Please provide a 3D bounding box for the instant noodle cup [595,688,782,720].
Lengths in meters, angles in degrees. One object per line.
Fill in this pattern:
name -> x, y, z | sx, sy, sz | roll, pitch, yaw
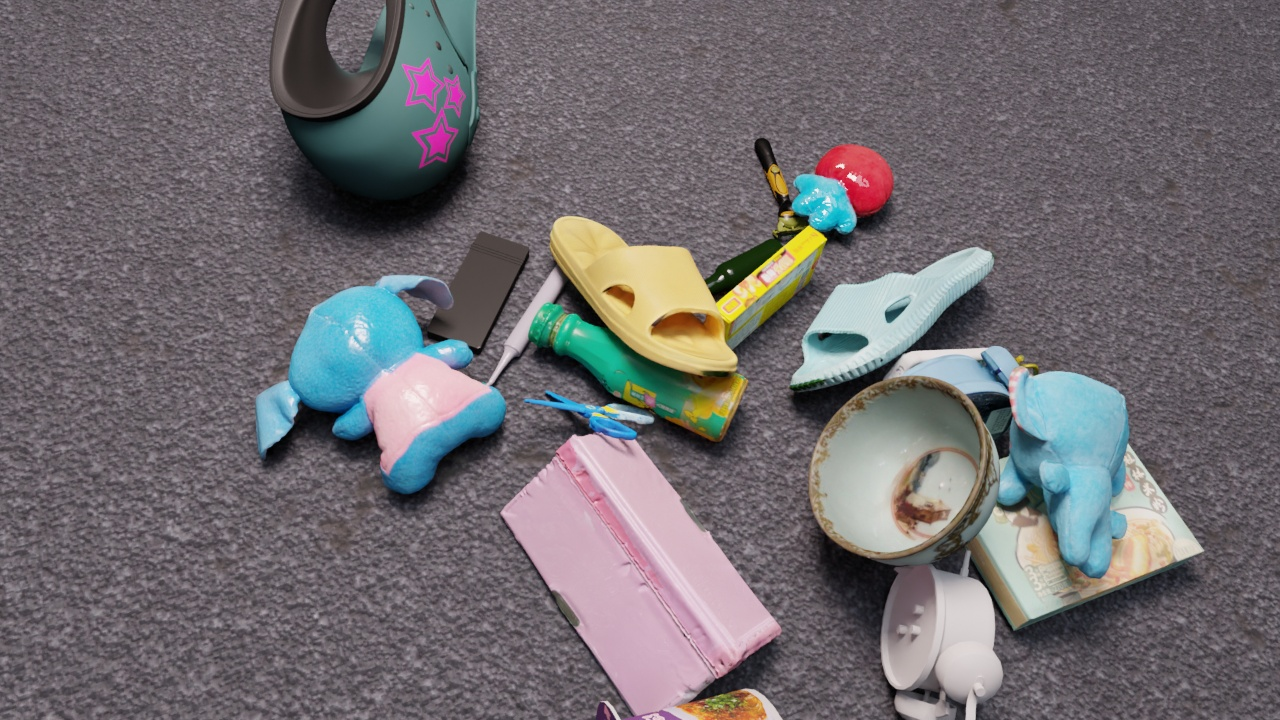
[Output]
instant noodle cup -> 0.044, 0.300, 0.686 | 0.121, 0.122, 0.137 | -13, 89, -25

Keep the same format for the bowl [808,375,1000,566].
bowl -> 0.233, 0.103, 0.766 | 0.094, 0.160, 0.159 | 31, 52, -36

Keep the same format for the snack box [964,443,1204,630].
snack box -> 0.393, 0.149, 0.851 | 0.193, 0.044, 0.141 | -16, 61, -14

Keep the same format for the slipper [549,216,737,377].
slipper -> 0.000, -0.079, 0.870 | 0.099, 0.079, 0.263 | -4, 37, -38

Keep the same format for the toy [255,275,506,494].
toy -> -0.234, 0.028, 0.821 | 0.191, 0.099, 0.223 | 43, 72, 10

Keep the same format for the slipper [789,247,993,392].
slipper -> 0.249, -0.057, 0.915 | 0.275, 0.116, 0.069 | -34, 102, -27

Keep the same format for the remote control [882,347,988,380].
remote control -> 0.292, 0.007, 0.895 | 0.133, 0.050, 0.022 | -2, 49, -33

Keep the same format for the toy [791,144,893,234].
toy -> 0.224, -0.188, 1.016 | 0.132, 0.062, 0.092 | -40, 64, -20

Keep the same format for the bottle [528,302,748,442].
bottle -> -0.005, 0.005, 0.873 | 0.210, 0.068, 0.068 | 25, 60, 8

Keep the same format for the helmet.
helmet -> -0.253, -0.296, 0.939 | 0.177, 0.200, 0.274 | -1, 75, 16

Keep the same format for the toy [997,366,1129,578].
toy -> 0.366, 0.099, 0.798 | 0.183, 0.115, 0.180 | 31, 57, -33

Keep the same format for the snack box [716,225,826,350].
snack box -> 0.125, -0.068, 0.926 | 0.025, 0.075, 0.152 | 42, 64, 18

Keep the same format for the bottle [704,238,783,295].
bottle -> 0.096, -0.089, 0.960 | 0.122, 0.033, 0.033 | -28, 67, -20

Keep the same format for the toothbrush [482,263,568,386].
toothbrush -> -0.112, -0.035, 0.911 | 0.019, 0.018, 0.187 | 22, 60, 13

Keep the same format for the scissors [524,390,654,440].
scissors -> -0.041, 0.047, 0.851 | 0.125, 0.016, 0.123 | 23, 12, 38

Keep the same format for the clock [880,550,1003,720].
clock -> 0.239, 0.237, 0.744 | 0.061, 0.120, 0.158 | 14, 49, -5

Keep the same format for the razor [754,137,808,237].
razor -> 0.154, -0.198, 1.037 | 0.044, 0.021, 0.144 | -8, 59, -11

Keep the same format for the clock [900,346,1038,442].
clock -> 0.301, 0.044, 0.860 | 0.162, 0.118, 0.060 | -13, 51, -8

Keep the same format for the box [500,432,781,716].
box -> -0.005, 0.183, 0.795 | 0.232, 0.116, 0.106 | 51, 26, 19

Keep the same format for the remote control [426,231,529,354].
remote control -> -0.163, -0.070, 0.929 | 0.058, 0.013, 0.133 | 19, 60, 5
